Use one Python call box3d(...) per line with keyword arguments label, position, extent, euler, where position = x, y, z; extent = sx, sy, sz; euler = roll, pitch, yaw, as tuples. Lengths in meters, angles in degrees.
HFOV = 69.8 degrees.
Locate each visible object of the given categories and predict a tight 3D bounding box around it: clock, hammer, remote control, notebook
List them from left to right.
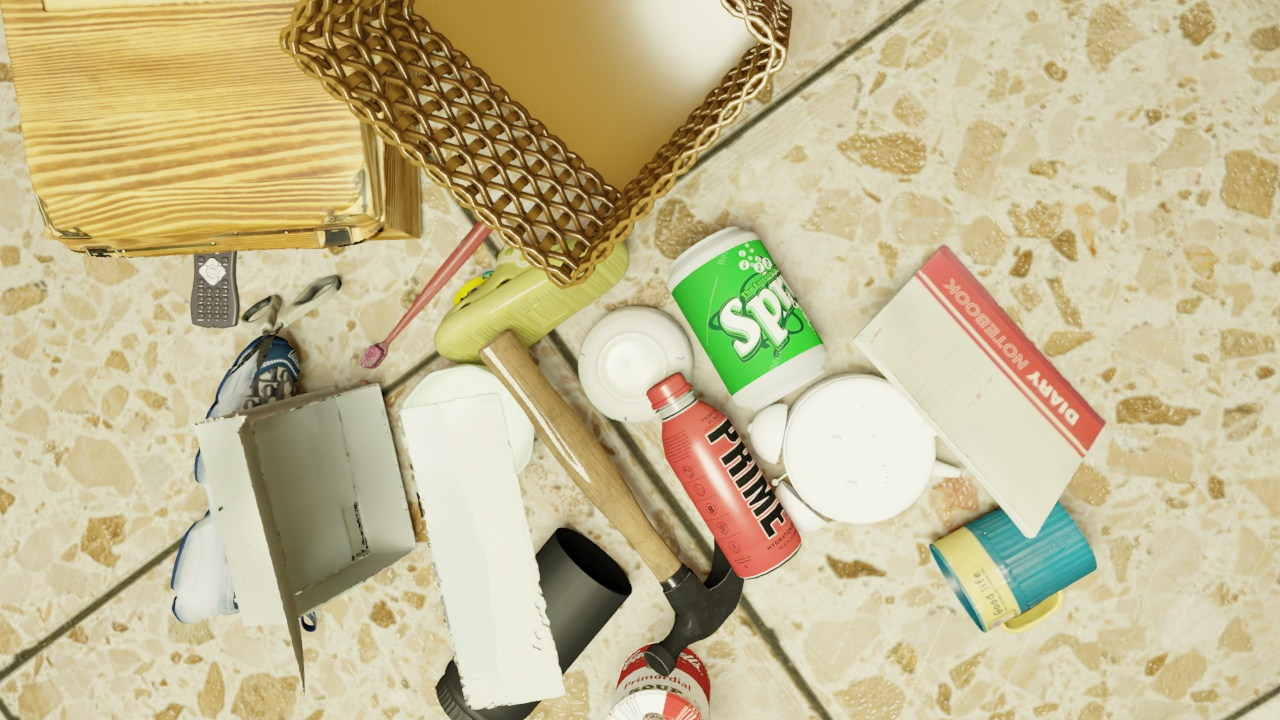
box3d(label="remote control", position=(-0.397, -0.092, 0.855), extent=(0.046, 0.009, 0.124), euler=(2, 94, 5))
box3d(label="hammer", position=(-0.027, 0.101, 0.770), extent=(0.132, 0.040, 0.305), euler=(-40, 96, -32))
box3d(label="clock", position=(0.182, 0.075, 0.779), extent=(0.161, 0.073, 0.125), euler=(-19, 91, 6))
box3d(label="notebook", position=(0.283, 0.019, 0.754), extent=(0.209, 0.012, 0.152), euler=(48, 58, 1))

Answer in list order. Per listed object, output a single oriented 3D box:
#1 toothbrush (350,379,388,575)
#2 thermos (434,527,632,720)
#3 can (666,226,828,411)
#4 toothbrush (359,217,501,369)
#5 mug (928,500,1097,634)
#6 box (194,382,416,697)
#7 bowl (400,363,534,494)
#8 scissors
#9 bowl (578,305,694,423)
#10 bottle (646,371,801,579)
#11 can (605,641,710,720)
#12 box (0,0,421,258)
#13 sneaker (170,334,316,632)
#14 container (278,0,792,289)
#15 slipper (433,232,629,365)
box3d(label="toothbrush", position=(-0.249, 0.110, 0.851), extent=(0.015, 0.015, 0.184), euler=(-5, 95, 12))
box3d(label="thermos", position=(-0.103, 0.251, 0.810), extent=(0.086, 0.086, 0.199), euler=(39, 96, 2))
box3d(label="can", position=(0.088, -0.034, 0.766), extent=(0.088, 0.087, 0.140), euler=(-31, 82, 6))
box3d(label="toothbrush", position=(-0.191, -0.064, 0.834), extent=(0.016, 0.016, 0.190), euler=(42, 96, 2))
box3d(label="mug", position=(0.318, 0.178, 0.775), extent=(0.107, 0.083, 0.113), euler=(-31, 112, 3))
box3d(label="box", position=(-0.267, 0.123, 0.612), extent=(0.119, 0.478, 0.166), euler=(-12, 95, 0))
box3d(label="bowl", position=(-0.146, 0.053, 0.809), extent=(0.117, 0.061, 0.117), euler=(1, 107, 3))
box3d(label="scissors", position=(-0.309, -0.034, 0.790), extent=(0.154, 0.163, 0.012), euler=(-36, 120, -25))
box3d(label="bowl", position=(-0.005, 0.005, 0.803), extent=(0.105, 0.054, 0.105), euler=(0, 95, 5))
box3d(label="bottle", position=(0.064, 0.092, 0.760), extent=(0.062, 0.062, 0.176), euler=(-31, 93, 6))
box3d(label="can", position=(0.017, 0.303, 0.786), extent=(0.087, 0.116, 0.086), euler=(0, 93, 5))
box3d(label="box", position=(-0.343, -0.209, 0.767), extent=(0.279, 0.168, 0.245), euler=(-2, 93, 4))
box3d(label="sneaker", position=(-0.327, 0.114, 0.830), extent=(0.132, 0.103, 0.269), euler=(12, 95, -10))
box3d(label="container", position=(-0.056, -0.240, 0.658), extent=(0.251, 0.213, 0.220), euler=(40, 117, -11))
box3d(label="slipper", position=(-0.102, -0.067, 0.790), extent=(0.191, 0.091, 0.081), euler=(-30, 71, 15))
